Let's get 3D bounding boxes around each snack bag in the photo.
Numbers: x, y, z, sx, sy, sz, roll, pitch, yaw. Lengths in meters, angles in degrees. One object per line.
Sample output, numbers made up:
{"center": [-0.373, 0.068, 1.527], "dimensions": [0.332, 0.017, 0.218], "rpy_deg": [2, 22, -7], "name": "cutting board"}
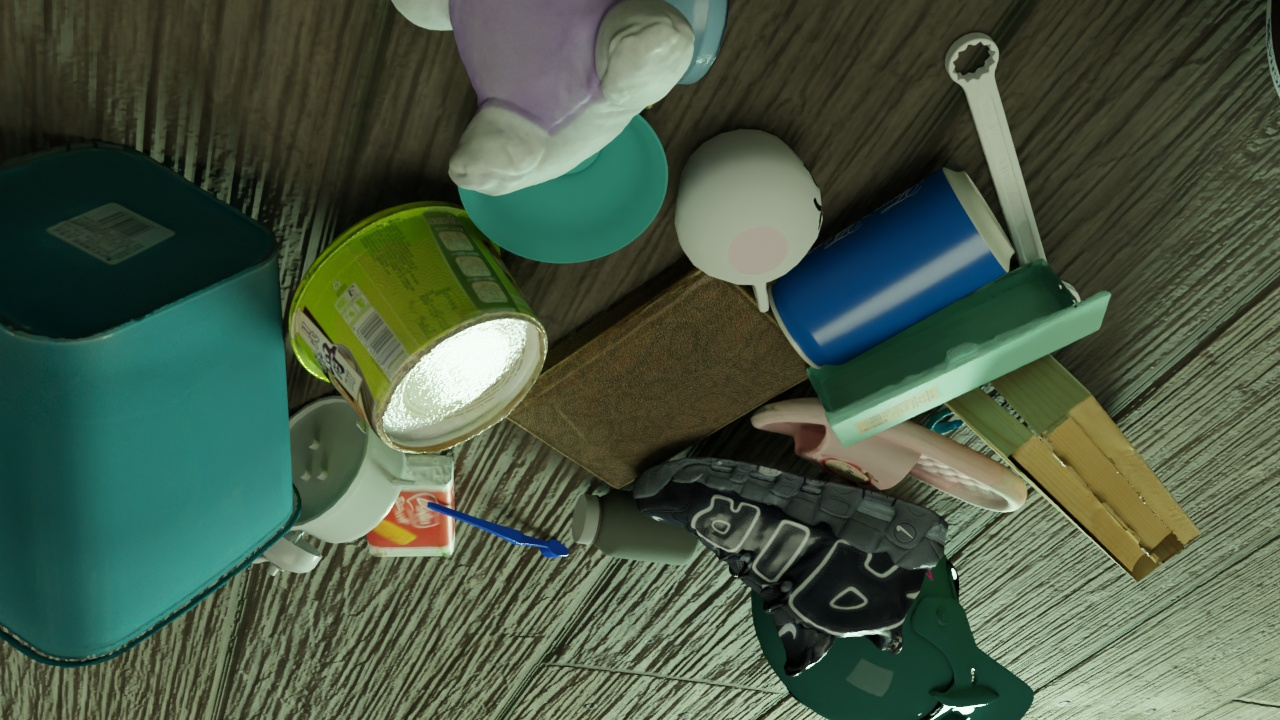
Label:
{"center": [-0.200, 0.127, 0.793], "dimensions": [0.077, 0.036, 0.116], "rpy_deg": [2, 136, -9], "name": "snack bag"}

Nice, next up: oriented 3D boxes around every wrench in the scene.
{"center": [0.254, -0.107, 0.621], "dimensions": [0.047, 0.009, 0.273], "rpy_deg": [-24, 134, 17], "name": "wrench"}

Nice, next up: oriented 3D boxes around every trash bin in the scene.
{"center": [-0.317, 0.014, 0.537], "dimensions": [0.199, 0.196, 0.219], "rpy_deg": [30, 126, 13], "name": "trash bin"}

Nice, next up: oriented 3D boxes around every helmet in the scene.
{"center": [0.427, -0.168, 0.419], "dimensions": [0.314, 0.231, 0.236], "rpy_deg": [-14, 172, -1], "name": "helmet"}
{"center": [0.230, 0.256, 0.859], "dimensions": [0.274, 0.199, 0.177], "rpy_deg": [26, 128, -29], "name": "helmet"}

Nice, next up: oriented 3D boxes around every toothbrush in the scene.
{"center": [-0.126, 0.153, 0.821], "dimensions": [0.011, 0.016, 0.186], "rpy_deg": [-22, 147, 26], "name": "toothbrush"}

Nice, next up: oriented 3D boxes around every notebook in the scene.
{"center": [-0.002, 0.005, 0.690], "dimensions": [0.216, 0.034, 0.190], "rpy_deg": [-33, 131, 24], "name": "notebook"}

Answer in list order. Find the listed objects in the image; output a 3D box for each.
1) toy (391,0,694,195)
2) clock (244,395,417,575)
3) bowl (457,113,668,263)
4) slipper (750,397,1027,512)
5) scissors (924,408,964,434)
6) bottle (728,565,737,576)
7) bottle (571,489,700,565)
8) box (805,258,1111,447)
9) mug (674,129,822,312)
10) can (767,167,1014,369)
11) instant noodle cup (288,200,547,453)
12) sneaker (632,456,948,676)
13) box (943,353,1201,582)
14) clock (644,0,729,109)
{"center": [-0.050, -0.184, 0.392], "dimensions": [0.138, 0.209, 0.085], "rpy_deg": [-29, 166, 30], "name": "toy"}
{"center": [-0.251, 0.095, 0.700], "dimensions": [0.159, 0.119, 0.061], "rpy_deg": [-31, 141, 9], "name": "clock"}
{"center": [-0.046, -0.119, 0.547], "dimensions": [0.121, 0.046, 0.121], "rpy_deg": [-3, 136, -3], "name": "bowl"}
{"center": [0.194, 0.077, 0.723], "dimensions": [0.221, 0.055, 0.107], "rpy_deg": [19, 166, 0], "name": "slipper"}
{"center": [0.239, 0.081, 0.814], "dimensions": [0.128, 0.014, 0.127], "rpy_deg": [-24, 134, 19], "name": "scissors"}
{"center": [0.092, 0.169, 0.875], "dimensions": [0.033, 0.033, 0.123], "rpy_deg": [-6, 137, 0], "name": "bottle"}
{"center": [-0.003, 0.148, 0.822], "dimensions": [0.108, 0.060, 0.060], "rpy_deg": [11, 134, -18], "name": "bottle"}
{"center": [0.205, -0.011, 0.620], "dimensions": [0.187, 0.078, 0.112], "rpy_deg": [-27, 162, 12], "name": "box"}
{"center": [0.070, -0.079, 0.579], "dimensions": [0.090, 0.076, 0.124], "rpy_deg": [-12, 135, 5], "name": "mug"}
{"center": [0.165, -0.059, 0.611], "dimensions": [0.146, 0.078, 0.079], "rpy_deg": [-32, 131, 24], "name": "can"}
{"center": [-0.130, -0.015, 0.569], "dimensions": [0.146, 0.098, 0.146], "rpy_deg": [-32, 153, -19], "name": "instant noodle cup"}
{"center": [0.108, 0.169, 0.731], "dimensions": [0.252, 0.150, 0.097], "rpy_deg": [12, 164, 5], "name": "sneaker"}
{"center": [0.331, 0.073, 0.726], "dimensions": [0.092, 0.128, 0.249], "rpy_deg": [-41, 128, 18], "name": "box"}
{"center": [0.004, -0.192, 0.443], "dimensions": [0.051, 0.088, 0.125], "rpy_deg": [-9, 130, -22], "name": "clock"}
